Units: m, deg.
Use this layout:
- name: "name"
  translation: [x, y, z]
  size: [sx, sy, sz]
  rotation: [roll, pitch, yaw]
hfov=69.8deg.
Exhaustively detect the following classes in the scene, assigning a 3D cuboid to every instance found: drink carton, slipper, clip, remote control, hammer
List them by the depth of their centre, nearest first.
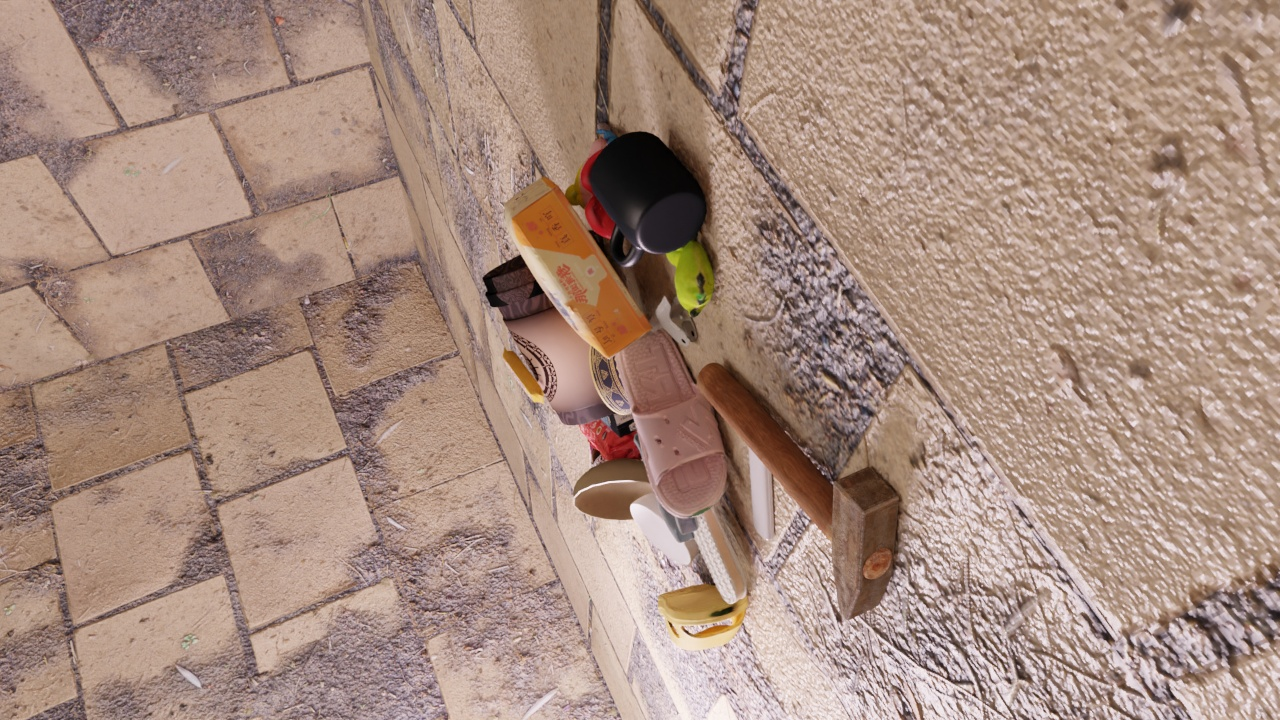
- name: "hammer"
  translation: [0.135, 0.097, 0.873]
  size: [0.300, 0.037, 0.158]
  rotation: [-128, 23, -48]
- name: "remote control"
  translation: [0.130, 0.141, 0.989]
  size: [0.033, 0.012, 0.131]
  rotation: [-129, 24, -48]
- name: "clip"
  translation: [0.043, -0.049, 1.033]
  size: [0.102, 0.056, 0.056]
  rotation: [123, 168, -72]
- name: "slipper"
  translation: [0.036, 0.060, 1.056]
  size: [0.064, 0.094, 0.239]
  rotation: [100, 152, -69]
- name: "slipper"
  translation: [0.078, 0.166, 1.126]
  size: [0.115, 0.052, 0.262]
  rotation: [102, 148, -66]
- name: "clip"
  translation: [0.027, 0.151, 1.133]
  size: [0.112, 0.028, 0.163]
  rotation: [102, 150, -61]
- name: "slipper"
  translation: [0.081, 0.355, 1.260]
  size: [0.264, 0.099, 0.078]
  rotation: [132, 126, -77]
- name: "drink carton"
  translation: [-0.030, 0.065, 1.330]
  size: [0.130, 0.064, 0.040]
  rotation: [35, 144, 63]

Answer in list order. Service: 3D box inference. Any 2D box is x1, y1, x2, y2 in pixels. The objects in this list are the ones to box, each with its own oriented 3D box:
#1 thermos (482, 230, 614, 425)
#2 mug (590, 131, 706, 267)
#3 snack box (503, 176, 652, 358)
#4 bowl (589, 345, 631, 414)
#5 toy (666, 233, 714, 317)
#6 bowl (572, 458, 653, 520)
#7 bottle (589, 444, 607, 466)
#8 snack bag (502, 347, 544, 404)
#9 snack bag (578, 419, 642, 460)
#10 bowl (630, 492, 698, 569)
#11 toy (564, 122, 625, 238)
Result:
- name: "thermos"
  translation: [-0.094, -0.041, 1.247]
  size: [0.226, 0.172, 0.173]
  rotation: [67, 166, -15]
- name: "mug"
  translation: [0.002, -0.145, 0.889]
  size: [0.094, 0.085, 0.122]
  rotation: [57, 131, 38]
- name: "snack box"
  translation: [-0.081, -0.107, 1.067]
  size: [0.195, 0.080, 0.145]
  rotation: [56, 179, -19]
- name: "bowl"
  translation: [-0.007, 0.007, 1.150]
  size: [0.061, 0.112, 0.112]
  rotation: [-17, 95, 30]
- name: "toy"
  translation: [0.048, -0.096, 0.925]
  size: [0.093, 0.036, 0.094]
  rotation: [-120, 24, -47]
- name: "bowl"
  translation: [-0.023, 0.182, 1.335]
  size: [0.153, 0.152, 0.050]
  rotation: [97, 172, -59]
- name: "bottle"
  translation: [-0.057, 0.154, 1.542]
  size: [0.060, 0.059, 0.166]
  rotation: [93, 153, -55]
- name: "snack bag"
  translation: [-0.158, 0.021, 1.237]
  size: [0.099, 0.020, 0.026]
  rotation: [50, 165, 28]
- name: "snack bag"
  translation: [-0.041, 0.109, 1.392]
  size: [0.176, 0.082, 0.082]
  rotation: [-144, 37, -65]
- name: "bowl"
  translation: [0.044, 0.226, 1.280]
  size: [0.115, 0.050, 0.115]
  rotation: [38, 155, 22]
- name: "toy"
  translation: [-0.048, -0.199, 1.028]
  size: [0.131, 0.097, 0.124]
  rotation: [-79, -23, -73]
